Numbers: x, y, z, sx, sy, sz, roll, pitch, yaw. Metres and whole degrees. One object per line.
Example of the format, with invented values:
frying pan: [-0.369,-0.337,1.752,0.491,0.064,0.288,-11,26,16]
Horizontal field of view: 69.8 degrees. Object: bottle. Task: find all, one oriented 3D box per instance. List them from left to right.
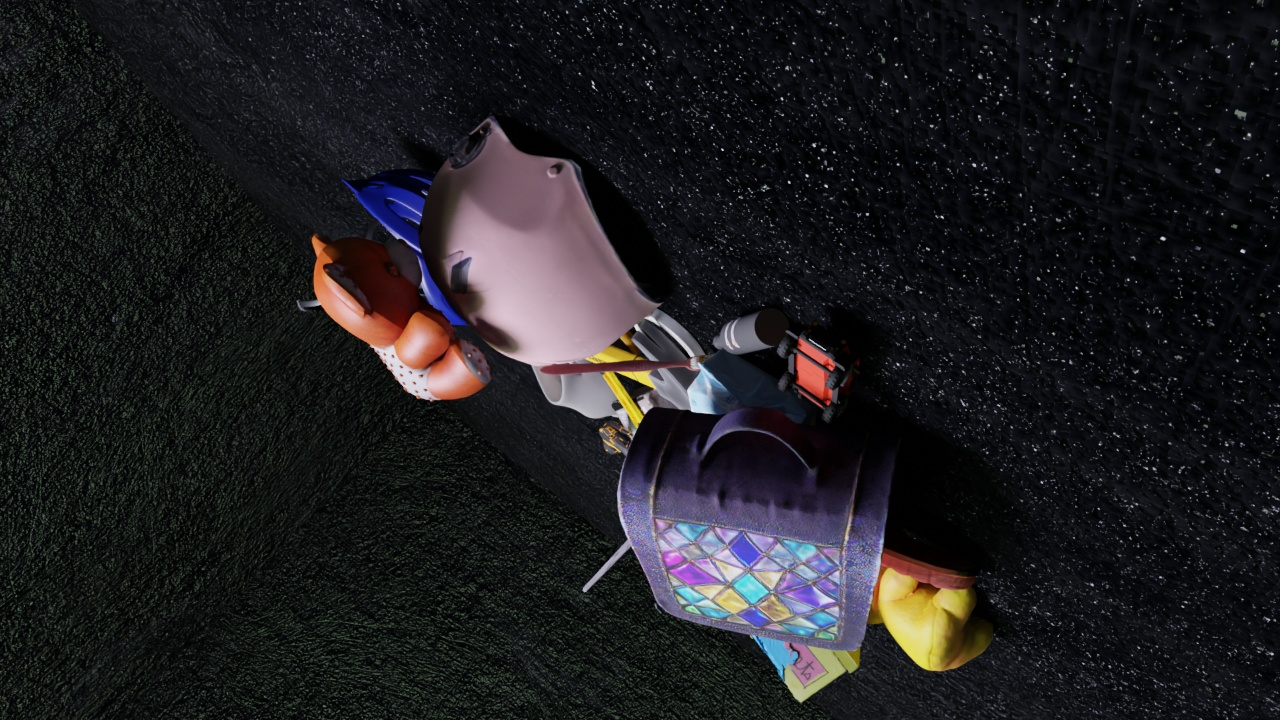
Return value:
bottle: [0.086,-0.021,0.761,0.030,0.030,0.113,44,165,-8]

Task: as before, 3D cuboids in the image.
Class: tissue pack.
tissue pack: [0.029,0.077,1.149,0.104,0.071,0.182,58,162,-2]
tissue pack: [0.107,0.066,0.877,0.112,0.070,0.182,34,163,23]

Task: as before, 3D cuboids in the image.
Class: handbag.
handbag: [0.101,0.123,0.755,0.205,0.125,0.222,6,135,19]

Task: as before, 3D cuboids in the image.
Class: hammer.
hammer: [-0.055,-0.014,1.028,0.325,0.034,0.170,22,156,39]
hammer: [0.070,0.187,1.115,0.320,0.036,0.123,42,165,10]

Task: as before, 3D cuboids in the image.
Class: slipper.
slipper: [-0.118,0.009,1.278,0.113,0.080,0.266,23,157,44]
slipper: [0.205,0.188,0.895,0.103,0.059,0.249,9,-176,-41]

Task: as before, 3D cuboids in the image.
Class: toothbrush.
toothbrush: [-0.005,0.005,0.857,0.016,0.184,0.015,167,100,-67]
toothbrush: [0.012,0.154,0.870,0.010,0.181,0.010,35,166,45]

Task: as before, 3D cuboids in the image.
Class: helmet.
helmet: [-0.269,-0.102,1.056,0.241,0.227,0.148,45,175,-5]
helmet: [-0.112,-0.092,0.860,0.255,0.152,0.230,38,170,41]

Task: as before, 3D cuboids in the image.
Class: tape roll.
tape roll: [0.029,-0.021,0.941,0.093,0.013,0.093,39,165,12]

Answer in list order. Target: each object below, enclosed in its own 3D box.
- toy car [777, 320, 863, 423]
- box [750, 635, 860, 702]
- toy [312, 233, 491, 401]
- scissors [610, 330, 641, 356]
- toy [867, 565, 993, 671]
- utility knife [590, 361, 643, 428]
toy car: [0.134,0.004,0.672,0.051,0.048,0.100,37,164,23]
box: [0.143,0.244,0.994,0.221,0.082,0.124,51,-168,12]
toy: [-0.213,-0.045,0.810,0.172,0.093,0.164,50,175,-36]
scissors: [-0.084,-0.079,1.010,0.228,0.016,0.134,50,158,-26]
toy: [0.266,0.252,0.972,0.194,0.087,0.134,28,164,42]
utility knife: [-0.049,0.001,1.111,0.218,0.019,0.031,58,154,13]
